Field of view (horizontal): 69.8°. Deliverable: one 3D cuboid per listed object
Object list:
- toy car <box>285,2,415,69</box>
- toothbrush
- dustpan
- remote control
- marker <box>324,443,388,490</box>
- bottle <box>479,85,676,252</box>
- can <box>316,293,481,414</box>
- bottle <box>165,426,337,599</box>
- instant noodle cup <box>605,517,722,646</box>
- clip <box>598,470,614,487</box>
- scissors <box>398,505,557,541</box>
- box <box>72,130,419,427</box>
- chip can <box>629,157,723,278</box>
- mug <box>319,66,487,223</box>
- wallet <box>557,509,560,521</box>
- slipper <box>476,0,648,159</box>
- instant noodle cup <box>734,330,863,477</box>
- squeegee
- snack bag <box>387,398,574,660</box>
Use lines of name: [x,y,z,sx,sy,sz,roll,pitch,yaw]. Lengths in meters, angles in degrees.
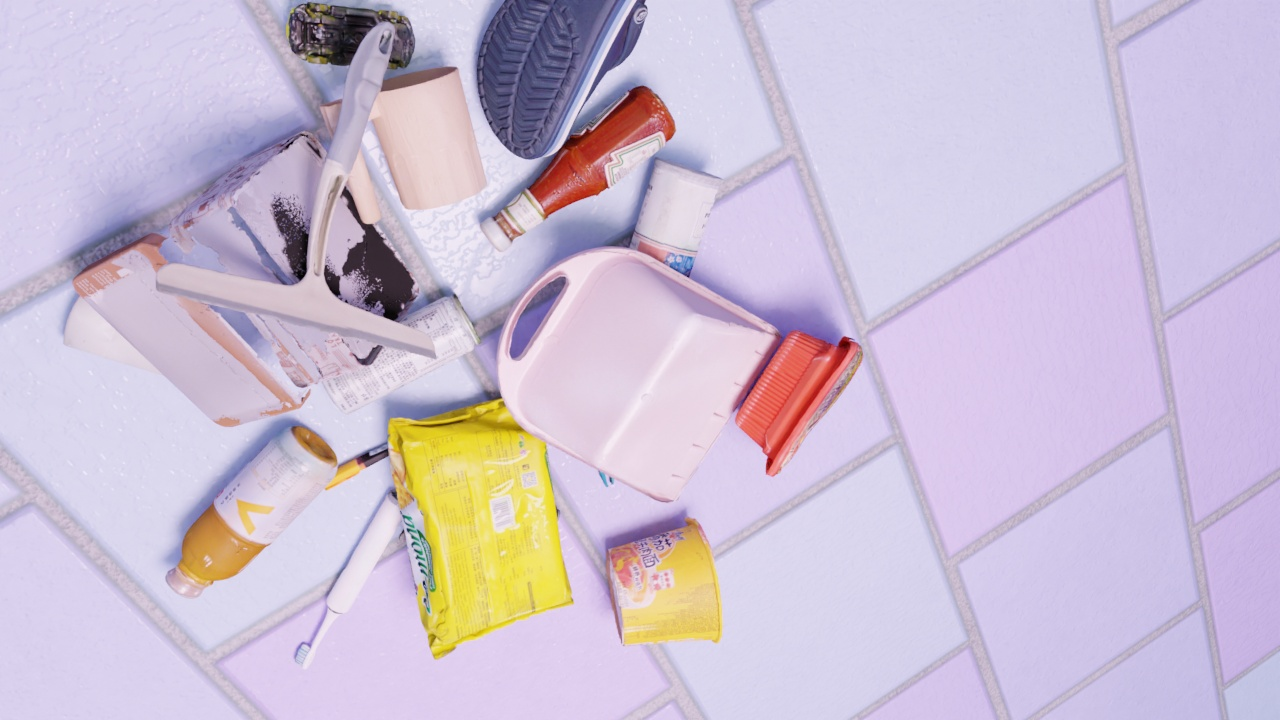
toy car: [-0.243,-0.273,0.773,0.105,0.032,0.048,-6,113,-31]
toothbrush: [-0.302,0.232,0.956,0.026,0.026,0.221,33,99,11]
dustpan: [-0.005,0.005,0.907,0.222,0.139,0.273,-56,153,3]
remote control: [-0.429,-0.018,0.811,0.135,0.019,0.056,22,102,-28]
marker: [-0.265,0.097,0.920,0.123,0.018,0.015,-28,117,-9]
bottle: [-0.062,-0.177,0.866,0.206,0.059,0.060,-37,119,1]
can: [-0.228,-0.007,0.870,0.146,0.058,0.058,-29,118,-8]
bottle: [-0.372,0.147,0.871,0.189,0.068,0.068,-46,119,1]
instant noodle cup: [0.023,0.258,1.035,0.109,0.138,0.138,-8,113,-8]
clip: [-0.040,0.116,1.016,0.049,0.015,0.057,-20,115,-15]
scissors: [-0.159,0.146,0.959,0.178,0.019,0.170,16,88,-28]
box: [-0.332,-0.058,0.785,0.194,0.156,0.183,-15,122,26]
chip can: [0.015,-0.089,0.922,0.071,0.071,0.215,11,107,-24]
mug: [-0.200,-0.184,0.787,0.124,0.084,0.104,-31,122,-31]
wallet: [-0.155,0.201,1.006,0.097,0.019,0.121,22,103,-25]
slipper: [-0.054,-0.298,0.804,0.253,0.105,0.095,-57,160,23]
instant noodle cup: [0.165,0.034,0.993,0.079,0.188,0.164,33,96,7]
squeegee: [-0.233,-0.144,0.711,0.246,0.039,0.246,17,85,-54]
snack bag: [-0.153,0.158,0.915,0.157,0.068,0.246,-13,101,-25]
